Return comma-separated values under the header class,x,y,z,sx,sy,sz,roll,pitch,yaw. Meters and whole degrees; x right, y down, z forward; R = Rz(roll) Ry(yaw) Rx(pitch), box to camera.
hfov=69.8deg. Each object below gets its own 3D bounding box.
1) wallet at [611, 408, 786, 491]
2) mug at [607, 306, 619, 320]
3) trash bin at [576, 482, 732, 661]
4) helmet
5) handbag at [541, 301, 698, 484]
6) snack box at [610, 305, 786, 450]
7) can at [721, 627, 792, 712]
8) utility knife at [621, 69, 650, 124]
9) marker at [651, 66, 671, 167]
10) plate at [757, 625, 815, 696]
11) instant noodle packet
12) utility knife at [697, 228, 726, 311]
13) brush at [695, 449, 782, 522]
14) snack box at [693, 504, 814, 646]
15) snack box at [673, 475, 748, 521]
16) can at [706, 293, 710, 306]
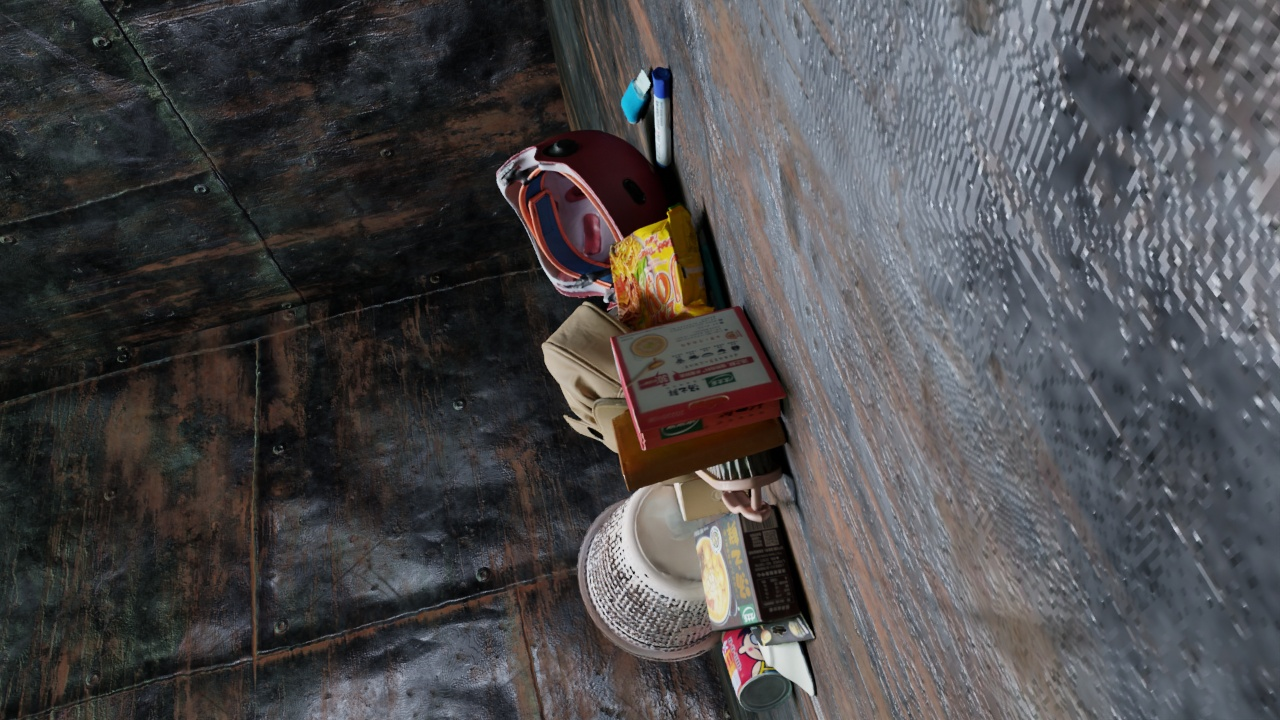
class,x,y,z,sx,sy,sz,roll,pitch,yaw
wallet,0.042,0.051,0.762,0.119,0.130,0.035,-107,0,-65
mug,-0.006,0.006,1.059,0.124,0.083,0.103,63,165,14
trash bin,0.043,0.236,1.126,0.192,0.227,0.227,107,151,-60
helmet,-0.037,-0.175,1.053,0.240,0.143,0.207,18,143,51
handbag,-0.012,0.041,0.899,0.148,0.099,0.204,30,164,39
snack box,0.044,0.019,0.720,0.127,0.113,0.044,-108,6,-53
can,0.138,0.364,1.105,0.093,0.066,0.066,-109,5,-58
utility knife,-0.003,-0.294,1.018,0.034,0.018,0.208,64,178,-8
marker,0.022,-0.230,0.883,0.146,0.017,0.017,83,172,-70
plate,0.136,0.264,0.972,0.163,0.034,0.164,141,116,-87
instant noodle packet,0.017,-0.078,0.869,0.129,0.044,0.110,-19,84,59
utility knife,0.076,-0.033,0.841,0.029,0.013,0.178,124,132,-82
brush,0.088,0.100,0.806,0.145,0.063,0.073,-164,64,-85
snack box,0.105,0.211,0.880,0.113,0.053,0.125,132,131,-62
snack box,0.071,0.110,1.020,0.093,0.077,0.094,79,176,-53
can,0.052,-0.030,0.912,0.053,0.053,0.134,78,176,-47
